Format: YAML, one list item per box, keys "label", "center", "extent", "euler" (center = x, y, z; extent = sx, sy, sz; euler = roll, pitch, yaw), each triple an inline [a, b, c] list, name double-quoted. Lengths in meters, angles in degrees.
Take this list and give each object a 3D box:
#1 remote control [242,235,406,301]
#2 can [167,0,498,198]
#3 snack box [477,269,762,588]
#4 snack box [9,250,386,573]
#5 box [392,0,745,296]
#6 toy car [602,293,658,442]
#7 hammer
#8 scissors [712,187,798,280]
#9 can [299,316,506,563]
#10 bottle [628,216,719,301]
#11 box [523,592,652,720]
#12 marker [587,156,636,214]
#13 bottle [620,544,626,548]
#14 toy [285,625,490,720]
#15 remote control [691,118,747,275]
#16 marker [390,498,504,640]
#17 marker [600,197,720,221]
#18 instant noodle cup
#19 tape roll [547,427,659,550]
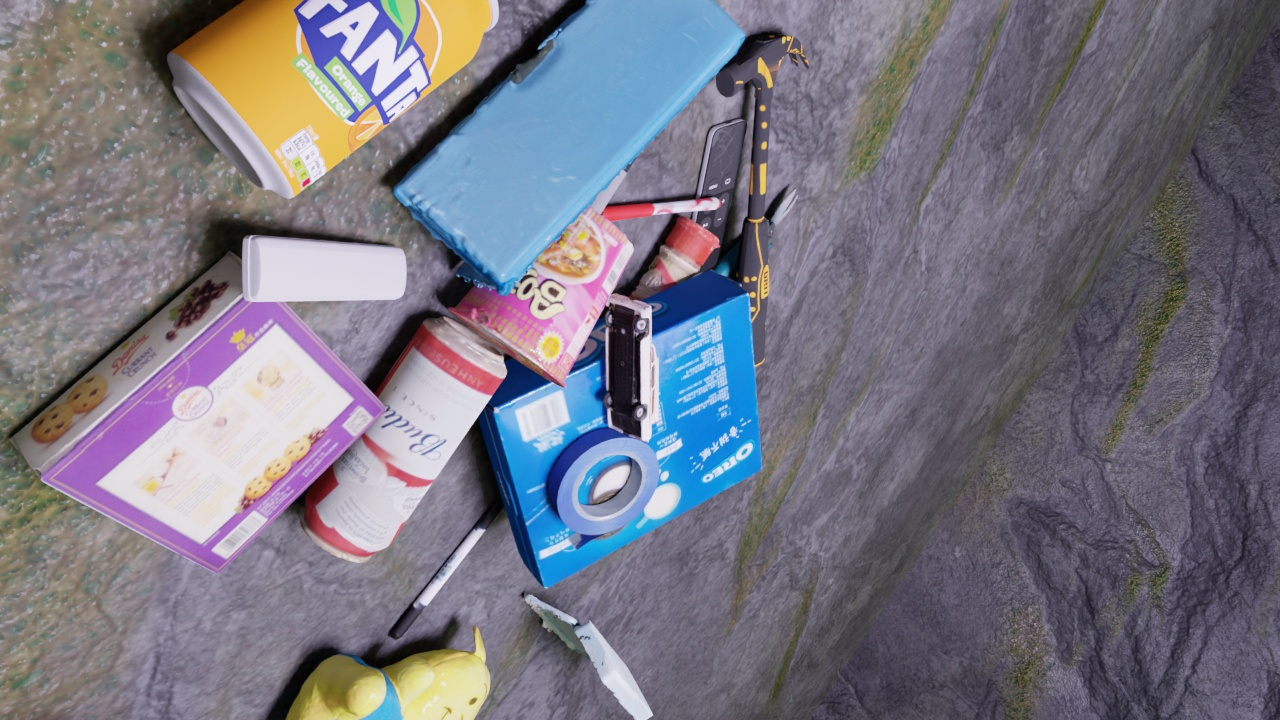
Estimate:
- label: "remote control"
  center: [-0.172, -0.050, 0.516]
  extent: [0.130, 0.012, 0.033]
  euler: [-13, 106, -71]
- label: "can"
  center: [-0.142, -0.148, 0.437]
  extent: [0.142, 0.079, 0.079]
  euler: [-44, 149, -17]
- label: "snack box"
  center: [-0.008, 0.057, 0.773]
  extent: [0.238, 0.056, 0.196]
  euler: [-25, 128, -22]
- label: "snack box"
  center: [-0.239, 0.036, 0.525]
  extent: [0.143, 0.040, 0.148]
  euler: [-46, 149, -15]
- label: "box"
  center: [-0.045, -0.147, 0.601]
  extent: [0.231, 0.094, 0.102]
  euler: [-49, -178, -12]
- label: "toy car"
  center: [-0.004, 0.004, 0.687]
  extent: [0.038, 0.039, 0.113]
  euler: [-29, 129, -45]
- label: "hammer"
  center: [0.105, -0.128, 0.822]
  extent: [0.123, 0.036, 0.321]
  euler: [-39, 141, -38]
- label: "scissors"
  center: [0.102, -0.104, 0.888]
  extent: [0.152, 0.019, 0.128]
  euler: [-27, 144, -45]
- label: "can"
  center: [-0.162, 0.053, 0.627]
  extent: [0.170, 0.067, 0.067]
  euler: [-55, 150, 2]
- label: "bottle"
  center: [0.022, -0.069, 0.788]
  extent: [0.109, 0.044, 0.044]
  euler: [-56, 150, 5]
- label: "box"
  center: [-0.049, 0.317, 0.986]
  extent: [0.049, 0.136, 0.197]
  euler: [-45, 149, -18]
- label: "marker"
  center: [-0.027, -0.128, 0.684]
  extent: [0.140, 0.016, 0.016]
  euler: [-57, 150, 5]
- label: "bottle"
  center: [0.001, 0.080, 0.882]
  extent: [0.071, 0.071, 0.207]
  euler: [7, 115, -57]
- label: "toy"
  center: [-0.213, 0.300, 0.792]
  extent: [0.149, 0.084, 0.213]
  euler: [-52, 152, 10]
- label: "remote control"
  center: [0.064, -0.140, 0.809]
  extent: [0.045, 0.008, 0.147]
  euler: [-27, 141, -38]
- label: "marker"
  center: [-0.169, 0.184, 0.807]
  extent: [0.152, 0.011, 0.011]
  euler: [-52, 150, -5]
- label: "marker"
  center: [0.018, -0.123, 0.745]
  extent: [0.141, 0.013, 0.013]
  euler: [-14, 132, -43]
- label: "instant noodle cup"
  center: [-0.063, -0.052, 0.640]
  extent: [0.108, 0.098, 0.097]
  euler: [-56, 151, -8]
- label: "tape roll"
  center: [-0.028, 0.097, 0.731]
  extent: [0.091, 0.016, 0.093]
  euler: [-28, 129, -19]
